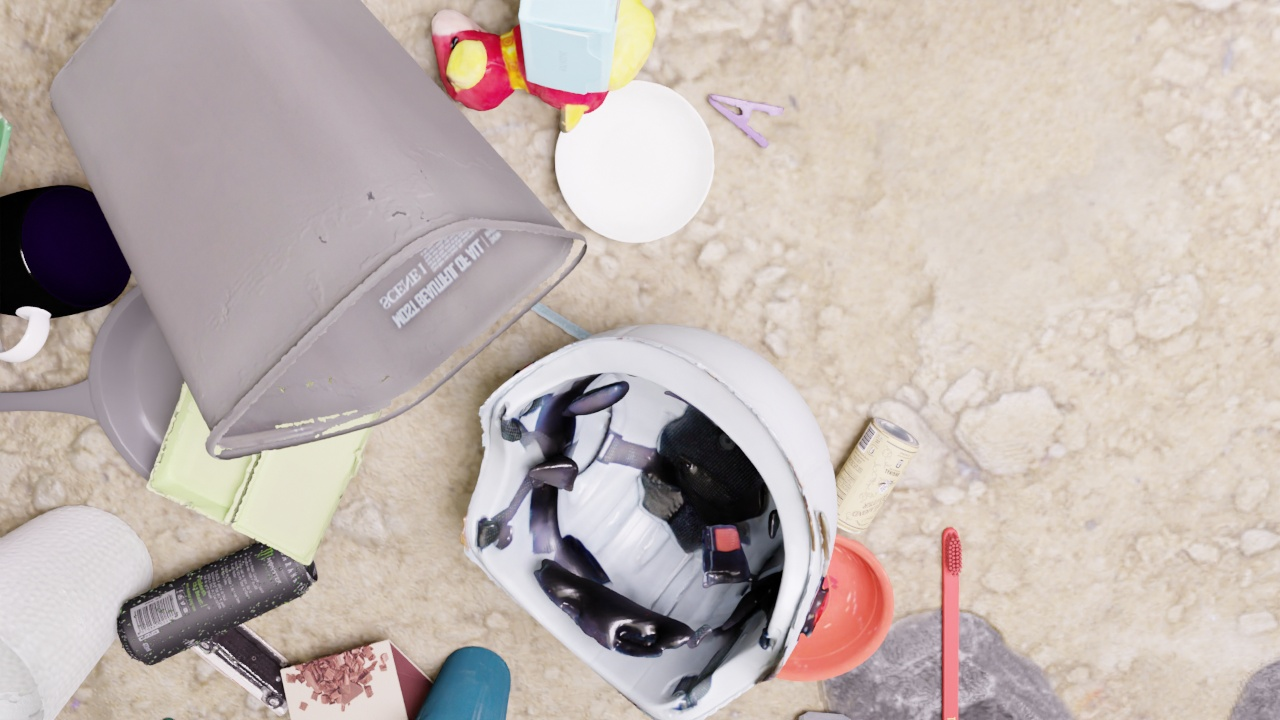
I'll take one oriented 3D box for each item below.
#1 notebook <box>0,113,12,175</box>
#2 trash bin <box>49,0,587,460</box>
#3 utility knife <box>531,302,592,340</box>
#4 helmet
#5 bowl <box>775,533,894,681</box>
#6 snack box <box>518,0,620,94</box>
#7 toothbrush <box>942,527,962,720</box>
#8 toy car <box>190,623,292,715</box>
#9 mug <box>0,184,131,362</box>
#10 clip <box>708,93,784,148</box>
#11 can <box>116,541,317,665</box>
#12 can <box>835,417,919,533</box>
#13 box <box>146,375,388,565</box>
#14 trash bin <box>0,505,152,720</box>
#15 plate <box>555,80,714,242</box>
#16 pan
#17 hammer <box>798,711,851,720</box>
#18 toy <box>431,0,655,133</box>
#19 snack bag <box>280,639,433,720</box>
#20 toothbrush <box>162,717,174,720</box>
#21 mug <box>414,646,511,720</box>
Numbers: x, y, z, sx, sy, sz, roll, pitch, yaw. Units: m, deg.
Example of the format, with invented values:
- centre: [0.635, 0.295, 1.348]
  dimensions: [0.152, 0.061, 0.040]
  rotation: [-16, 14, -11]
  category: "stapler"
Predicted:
- centre: [-0.477, -0.074, 0.605]
  dimensions: [0.182, 0.010, 0.253]
  rotation: [36, 110, 27]
  category: "notebook"
- centre: [-0.188, -0.095, 0.525]
  dimensions: [0.198, 0.197, 0.220]
  rotation: [-39, 81, 18]
  category: "trash bin"
- centre: [-0.004, 0.004, 0.664]
  dimensions: [0.177, 0.015, 0.022]
  rotation: [32, 131, -6]
  category: "utility knife"
- centre: [0.024, 0.083, 0.597]
  dimensions: [0.236, 0.163, 0.265]
  rotation: [33, 126, 16]
  category: "helmet"
- centre: [0.123, 0.177, 0.700]
  dimensions: [0.130, 0.045, 0.131]
  rotation: [1, 109, 2]
  category: "bowl"
- centre: [-0.030, -0.247, 0.512]
  dimensions: [0.053, 0.075, 0.174]
  rotation: [9, 82, -3]
  category: "snack box"
- centre: [0.247, 0.230, 0.727]
  dimensions: [0.012, 0.017, 0.213]
  rotation: [-5, 109, 4]
  category: "toothbrush"
- centre: [-0.327, 0.242, 0.747]
  dimensions: [0.039, 0.039, 0.113]
  rotation: [-35, 106, 34]
  category: "toy car"
- centre: [-0.415, -0.054, 0.613]
  dimensions: [0.100, 0.085, 0.118]
  rotation: [-5, 67, 20]
  category: "mug"
- centre: [0.070, -0.158, 0.606]
  dimensions: [0.050, 0.014, 0.046]
  rotation: [-4, 111, 1]
  category: "clip"
- centre: [-0.320, 0.180, 0.697]
  dimensions: [0.137, 0.054, 0.054]
  rotation: [-24, 107, -11]
  category: "can"
- centre: [0.166, 0.085, 0.670]
  dimensions: [0.038, 0.038, 0.080]
  rotation: [25, 108, -6]
  category: "can"
- centre: [-0.261, 0.044, 0.654]
  dimensions: [0.137, 0.024, 0.187]
  rotation: [27, 107, -1]
  category: "box"
- centre: [-0.448, 0.188, 0.666]
  dimensions: [0.133, 0.161, 0.133]
  rotation: [1, 109, 2]
  category: "trash bin"
- centre: [-0.004, -0.132, 0.610]
  dimensions: [0.104, 0.026, 0.104]
  rotation: [1, 108, 2]
  category: "plate"
- centre: [-0.365, 0.026, 0.679]
  dimensions: [0.354, 0.024, 0.217]
  rotation: [-1, 109, 2]
  category: "pan"
- centre: [0.017, 0.342, 0.762]
  dimensions: [0.323, 0.051, 0.117]
  rotation: [3, 109, 4]
  category: "hammer"
- centre: [-0.057, -0.190, 0.570]
  dimensions: [0.137, 0.067, 0.105]
  rotation: [-16, 76, 3]
  category: "toy"
- centre: [-0.207, 0.324, 0.751]
  dimensions: [0.094, 0.069, 0.206]
  rotation: [-17, 107, 8]
  category: "snack bag"
- centre: [-0.341, 0.373, 0.801]
  dimensions: [0.190, 0.017, 0.016]
  rotation: [41, 106, -11]
  category: "toothbrush"
- centre: [-0.138, 0.281, 0.706]
  dimensions: [0.078, 0.121, 0.078]
  rotation: [1, 108, 1]
  category: "mug"
